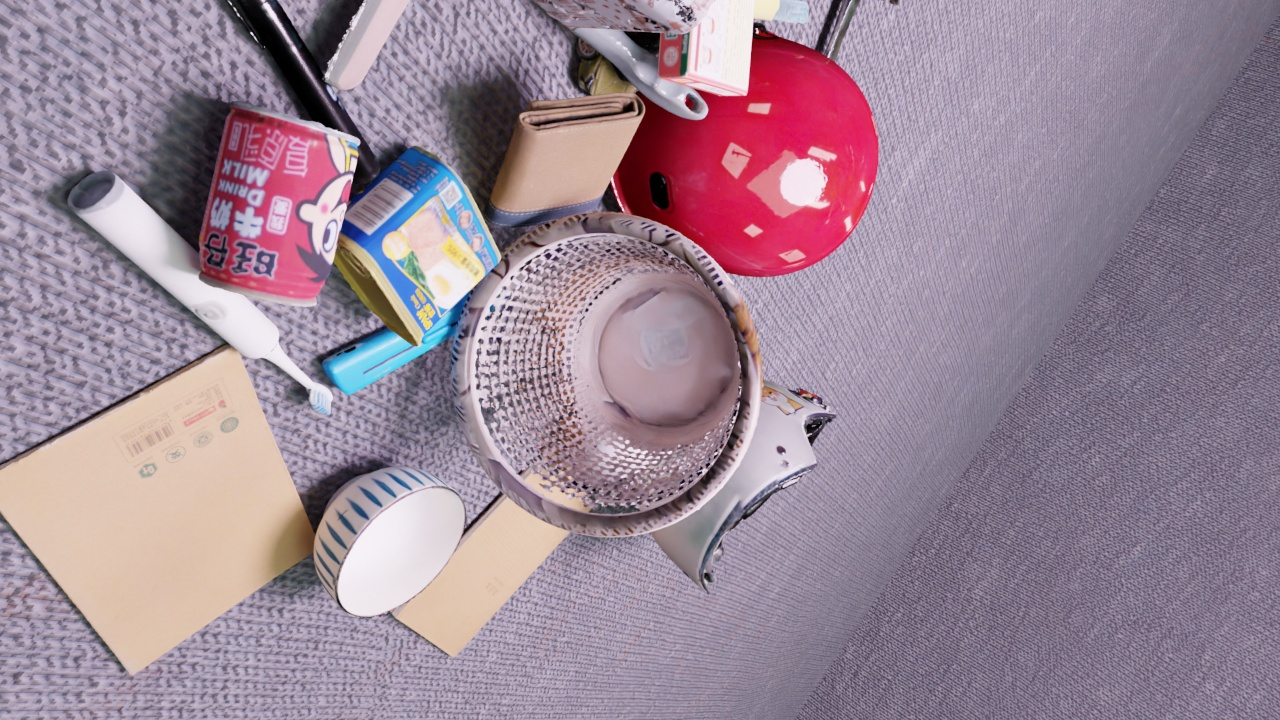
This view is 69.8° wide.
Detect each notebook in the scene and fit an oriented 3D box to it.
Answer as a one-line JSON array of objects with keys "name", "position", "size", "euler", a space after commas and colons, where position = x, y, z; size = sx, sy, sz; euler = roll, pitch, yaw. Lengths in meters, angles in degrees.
[{"name": "notebook", "position": [-0.135, 0.189, 0.899], "size": [0.211, 0.012, 0.149], "euler": [-46, 150, -16]}, {"name": "notebook", "position": [-0.295, 0.101, 0.586], "size": [0.147, 0.008, 0.208], "euler": [-35, 144, -31]}]

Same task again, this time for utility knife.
[{"name": "utility knife", "position": [-0.140, -0.031, 0.673], "size": [0.203, 0.018, 0.034], "euler": [-33, 142, -36]}, {"name": "utility knife", "position": [0.084, -0.289, 0.742], "size": [0.206, 0.021, 0.031], "euler": [-11, 131, -42]}]

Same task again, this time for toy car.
[{"name": "toy car", "position": [0.001, -0.253, 0.638], "size": [0.070, 0.042, 0.158], "euler": [-15, 133, -48]}]

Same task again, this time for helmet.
[{"name": "helmet", "position": [0.102, -0.162, 0.748], "size": [0.239, 0.144, 0.207], "euler": [-2, 110, -47]}, {"name": "helmet", "position": [0.086, 0.106, 0.990], "size": [0.231, 0.157, 0.273], "euler": [-55, 171, 24]}]

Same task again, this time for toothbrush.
[{"name": "toothbrush", "position": [-0.236, -0.026, 0.529], "size": [0.027, 0.026, 0.221], "euler": [-12, 147, 8]}]

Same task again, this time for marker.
[{"name": "marker", "position": [-0.180, -0.147, 0.499], "size": [0.022, 0.020, 0.132], "euler": [-34, 146, -9]}]

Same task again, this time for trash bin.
[{"name": "trash bin", "position": [-0.005, 0.004, 0.721], "size": [0.228, 0.227, 0.192], "euler": [-63, 168, 12]}]

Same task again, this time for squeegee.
[{"name": "squeegee", "position": [-0.042, -0.222, 0.580], "size": [0.249, 0.040, 0.247], "euler": [28, 92, -43]}]

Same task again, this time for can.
[{"name": "can", "position": [-0.191, -0.080, 0.483], "size": [0.066, 0.066, 0.094], "euler": [7, 100, -57]}, {"name": "can", "position": [-0.145, -0.073, 0.586], "size": [0.083, 0.057, 0.102], "euler": [-48, 149, -19]}]

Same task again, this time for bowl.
[{"name": "bowl", "position": [-0.023, 0.062, 0.869], "size": [0.118, 0.118, 0.065], "euler": [-31, 104, -37]}, {"name": "bowl", "position": [-0.197, 0.127, 0.694], "size": [0.116, 0.066, 0.117], "euler": [-37, 145, -32]}]

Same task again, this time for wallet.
[{"name": "wallet", "position": [-0.054, -0.133, 0.616], "size": [0.090, 0.033, 0.115], "euler": [-14, 164, -24]}]

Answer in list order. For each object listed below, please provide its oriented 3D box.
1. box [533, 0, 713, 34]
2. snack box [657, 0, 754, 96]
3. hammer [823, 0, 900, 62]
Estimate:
[{"name": "box", "position": [-0.042, -0.284, 0.420], "size": [0.193, 0.157, 0.183], "euler": [26, 91, -42]}, {"name": "snack box", "position": [0.048, -0.261, 0.608], "size": [0.076, 0.027, 0.156], "euler": [-7, 103, -53]}, {"name": "hammer", "position": [0.168, -0.245, 0.893], "size": [0.125, 0.032, 0.324], "euler": [-13, 129, -49]}]
